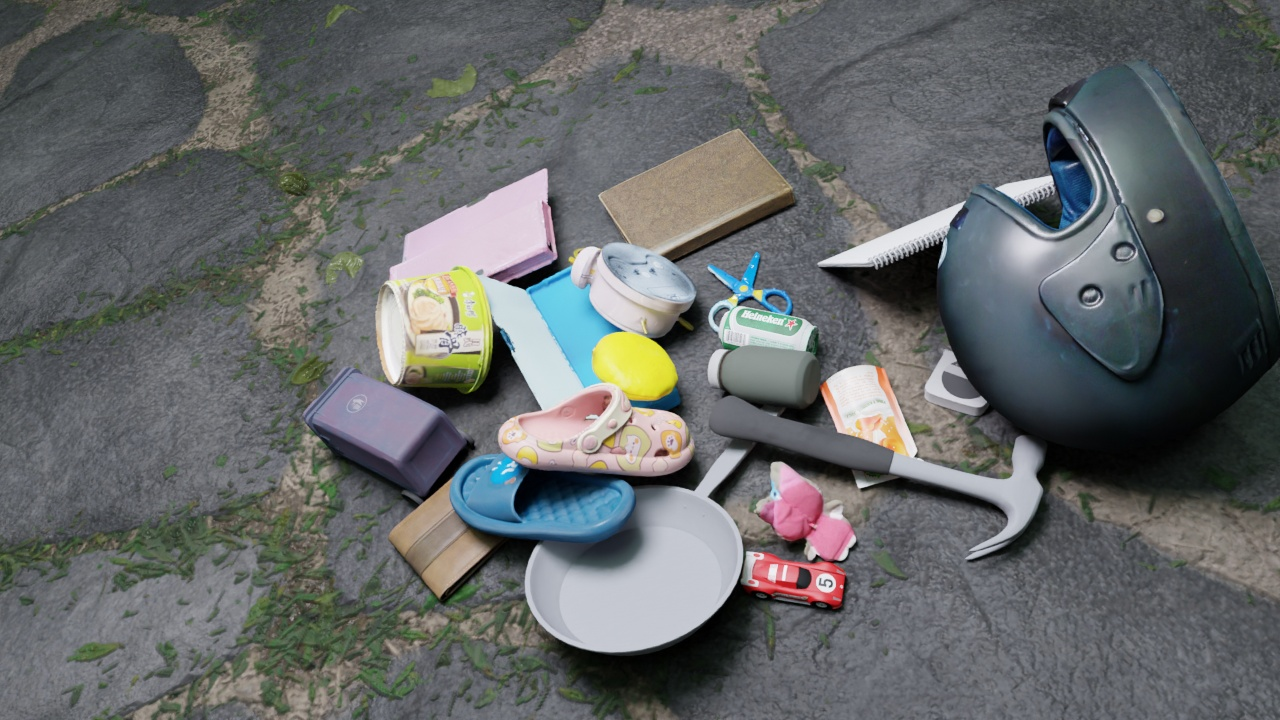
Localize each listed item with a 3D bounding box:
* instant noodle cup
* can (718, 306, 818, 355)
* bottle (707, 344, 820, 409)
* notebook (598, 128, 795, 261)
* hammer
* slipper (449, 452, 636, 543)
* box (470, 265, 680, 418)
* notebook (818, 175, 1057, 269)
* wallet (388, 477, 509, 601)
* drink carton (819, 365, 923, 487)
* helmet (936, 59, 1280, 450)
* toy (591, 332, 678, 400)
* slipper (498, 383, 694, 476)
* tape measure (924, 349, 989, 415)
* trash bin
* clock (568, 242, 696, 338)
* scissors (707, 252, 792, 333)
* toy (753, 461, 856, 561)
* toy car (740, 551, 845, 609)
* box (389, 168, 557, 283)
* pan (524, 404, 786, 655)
[{"bbox_3d":[-0.236,-0.033,1.032,0.097,0.146,0.146,-5,44,-30],"label":"instant noodle cup"},{"bbox_3d":[0.138,-0.026,0.994,0.101,0.053,0.053,14,58,25],"label":"can"},{"bbox_3d":[0.127,0.015,0.950,0.109,0.060,0.060,8,55,34],"label":"bottle"},{"bbox_3d":[0.075,-0.190,1.151,0.215,0.034,0.190,-25,52,-4],"label":"notebook"},{"bbox_3d":[0.214,0.094,0.868,0.311,0.029,0.124,15,65,18],"label":"hammer"},{"bbox_3d":[-0.104,0.128,0.896,0.214,0.059,0.103,7,39,33],"label":"slipper"},{"bbox_3d":[-0.081,-0.013,1.037,0.170,0.071,0.243,-9,45,-27],"label":"box"},{"bbox_3d":[0.329,-0.149,0.989,0.245,0.013,0.178,-23,7,-2],"label":"notebook"},{"bbox_3d":[-0.189,0.174,0.951,0.121,0.027,0.099,-41,56,-18],"label":"wallet"},{"bbox_3d":[0.230,0.066,0.913,0.069,0.039,0.122,-16,57,4],"label":"drink carton"},{"bbox_3d":[0.383,-0.073,0.812,0.236,0.248,0.316,-23,88,19],"label":"helmet"},{"bbox_3d":[-0.006,0.006,0.954,0.094,0.041,0.095,24,37,-1],"label":"toy"},{"bbox_3d":[-0.039,0.059,0.890,0.197,0.082,0.093,2,22,-22],"label":"slipper"},{"bbox_3d":[0.326,0.021,0.927,0.065,0.017,0.064,23,63,29],"label":"tape measure"},{"bbox_3d":[-0.281,0.080,1.012,0.161,0.092,0.093,19,60,32],"label":"trash bin"},{"bbox_3d":[-0.013,-0.089,1.043,0.158,0.059,0.116,42,31,26],"label":"clock"},{"bbox_3d":[0.116,-0.075,1.067,0.127,0.015,0.125,-37,53,-16],"label":"scissors"},{"bbox_3d":[0.151,0.148,0.861,0.102,0.050,0.065,36,64,-2],"label":"toy"},{"bbox_3d":[0.139,0.199,0.836,0.090,0.025,0.038,4,54,19],"label":"toy car"},{"bbox_3d":[-0.219,-0.153,1.176,0.233,0.039,0.178,-23,49,15],"label":"box"},{"bbox_3d":[0.044,0.149,0.883,0.201,0.051,0.355,18,44,38],"label":"pan"}]
